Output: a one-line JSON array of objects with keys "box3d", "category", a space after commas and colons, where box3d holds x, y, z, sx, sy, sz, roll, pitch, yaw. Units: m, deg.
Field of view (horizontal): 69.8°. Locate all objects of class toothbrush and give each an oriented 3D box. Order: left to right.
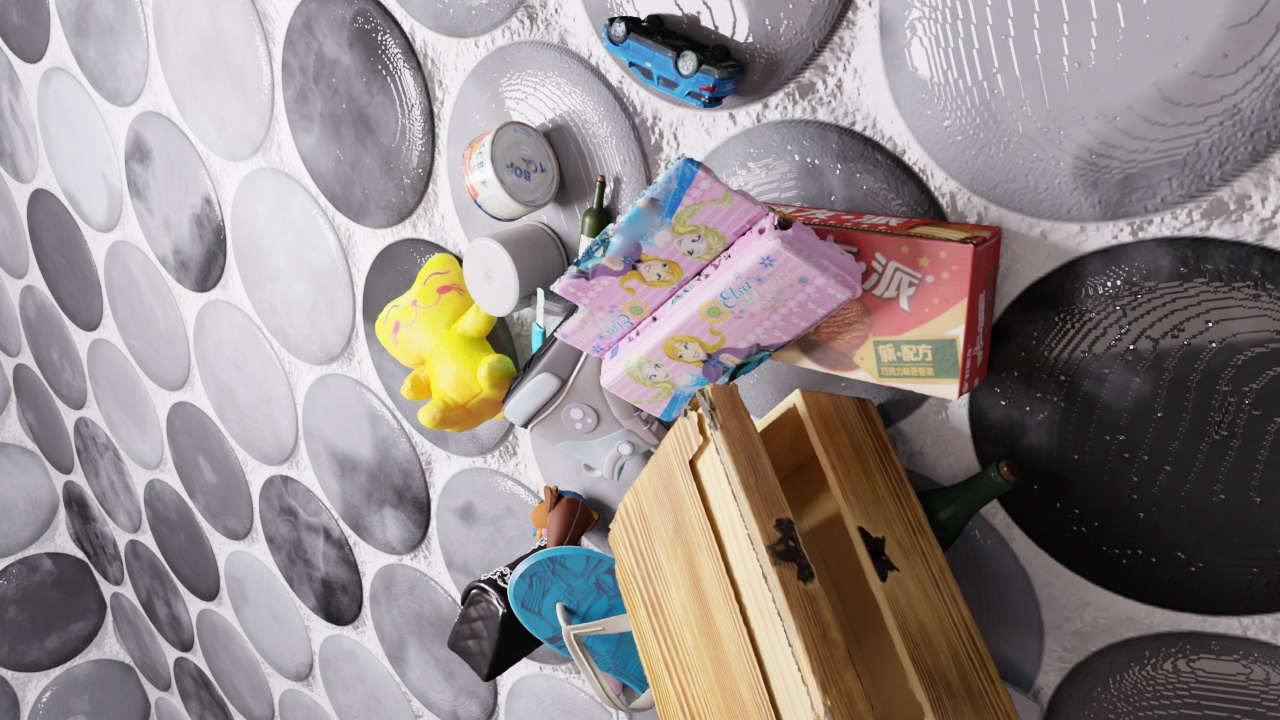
[{"box3d": [-0.035, 0.356, 1.060, 0.026, 0.027, 0.223, -118, 21, -68], "category": "toothbrush"}]

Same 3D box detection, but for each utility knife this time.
[{"box3d": [-0.098, -0.023, 0.903, 0.022, 0.015, 0.169, 50, 158, 16], "category": "utility knife"}]

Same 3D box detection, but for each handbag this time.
[{"box3d": [-0.144, 0.257, 1.025, 0.115, 0.153, 0.125, 37, 123, 27], "category": "handbag"}]

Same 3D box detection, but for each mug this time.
[{"box3d": [-0.113, -0.081, 0.899, 0.113, 0.070, 0.084, 42, 130, 20], "category": "mug"}]

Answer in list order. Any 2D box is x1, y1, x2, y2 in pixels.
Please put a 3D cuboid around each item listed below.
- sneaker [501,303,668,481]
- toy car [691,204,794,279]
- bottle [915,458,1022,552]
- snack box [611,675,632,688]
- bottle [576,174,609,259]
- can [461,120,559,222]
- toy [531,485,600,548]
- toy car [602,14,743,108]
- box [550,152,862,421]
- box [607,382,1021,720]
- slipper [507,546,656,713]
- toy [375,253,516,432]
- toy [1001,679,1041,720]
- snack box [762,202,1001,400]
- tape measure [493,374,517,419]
[{"box3d": [-0.006, 0.004, 0.849, 0.160, 0.092, 0.257, 39, 120, -9], "category": "sneaker"}, {"box3d": [0.061, -0.092, 0.682, 0.112, 0.047, 0.047, -36, 63, 45], "category": "toy car"}, {"box3d": [0.226, 0.127, 0.720, 0.055, 0.055, 0.175, 51, 131, 10], "category": "bottle"}, {"box3d": [-0.006, 0.316, 0.995, 0.150, 0.027, 0.082, 27, 121, 14], "category": "snack box"}, {"box3d": [-0.043, -0.121, 0.852, 0.025, 0.025, 0.106, 28, 125, 28], "category": "bottle"}, {"box3d": [-0.119, -0.175, 0.850, 0.043, 0.086, 0.086, -12, 101, 42], "category": "can"}, {"box3d": [-0.096, 0.185, 0.987, 0.070, 0.102, 0.090, 33, 156, -23], "category": "toy"}, {"box3d": [0.022, -0.238, 0.726, 0.120, 0.056, 0.044, 34, 129, 22], "category": "toy car"}, {"box3d": [0.028, -0.042, 0.681, 0.159, 0.035, 0.231, 30, 139, -20], "category": "box"}, {"box3d": [0.095, 0.199, 0.700, 0.248, 0.175, 0.278, -49, 48, 40], "category": "box"}, {"box3d": [-0.001, 0.291, 0.919, 0.295, 0.060, 0.118, 39, 91, -2], "category": "slipper"}, {"box3d": [-0.196, -0.017, 0.969, 0.134, 0.087, 0.194, -46, 55, 10], "category": "toy"}, {"box3d": [0.230, 0.369, 0.779, 0.268, 0.140, 0.247, -32, 105, 20], "category": "toy"}, {"box3d": [0.144, -0.054, 0.702, 0.237, 0.060, 0.113, 14, 116, 35], "category": "snack box"}, {"box3d": [-0.155, 0.035, 1.012, 0.068, 0.030, 0.059, 25, 123, 33], "category": "tape measure"}]
